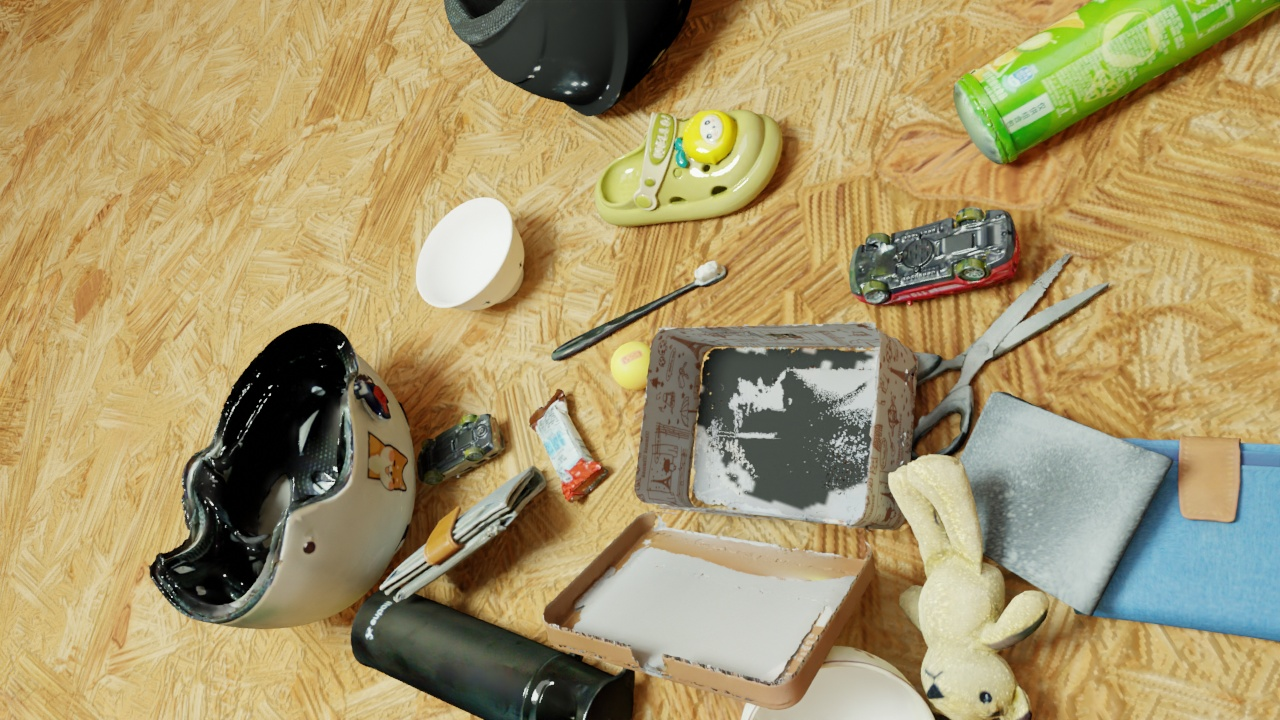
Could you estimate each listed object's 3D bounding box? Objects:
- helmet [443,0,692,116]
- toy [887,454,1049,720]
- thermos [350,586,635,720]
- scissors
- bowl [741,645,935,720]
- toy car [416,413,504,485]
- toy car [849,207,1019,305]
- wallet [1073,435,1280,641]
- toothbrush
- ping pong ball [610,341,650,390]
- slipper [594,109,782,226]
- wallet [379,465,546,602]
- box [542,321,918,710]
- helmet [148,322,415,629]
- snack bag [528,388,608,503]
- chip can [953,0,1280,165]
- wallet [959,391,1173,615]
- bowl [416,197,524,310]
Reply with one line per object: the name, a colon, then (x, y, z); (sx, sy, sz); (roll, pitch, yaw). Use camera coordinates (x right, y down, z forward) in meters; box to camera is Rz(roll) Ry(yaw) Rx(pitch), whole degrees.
helmet: (-0.055, -0.375, 0.867); (0.274, 0.230, 0.233); (-50, 42, -8)
toy: (0.180, 0.133, 0.534); (0.105, 0.066, 0.157); (-23, 74, 53)
thermos: (-0.113, 0.229, 0.707); (0.243, 0.068, 0.089); (7, 48, 35)
scissors: (0.225, -0.004, 0.623); (0.166, 0.014, 0.162); (3, 69, 35)
bowl: (0.111, 0.217, 0.543); (0.113, 0.113, 0.062); (-46, 8, 6)
toy car: (-0.165, 0.083, 0.830); (0.091, 0.035, 0.042); (-28, 52, 20)
toy car: (0.207, -0.068, 0.649); (0.121, 0.045, 0.052); (-9, 60, 37)
wallet: (0.310, 0.095, 0.501); (0.133, 0.040, 0.106); (0, 72, 34)
toothbrush: (-0.006, -0.041, 0.800); (0.181, 0.018, 0.015); (-27, 57, 22)
ping pong ball: (-0.004, 0.004, 0.758); (0.040, 0.040, 0.040); (-16, 59, 27)
slipper: (0.028, -0.171, 0.802); (0.191, 0.081, 0.091); (-9, 64, 33)
wallet: (-0.145, 0.139, 0.750); (0.130, 0.106, 0.037); (-37, 90, 12)
box: (0.068, 0.091, 0.602); (0.179, 0.130, 0.271); (1, 53, 36)
helmet: (-0.289, 0.116, 0.821); (0.231, 0.157, 0.273); (-25, 45, 24)
snack bag: (-0.065, 0.071, 0.774); (0.045, 0.026, 0.105); (-47, 48, 17)
chip can: (0.327, -0.217, 0.626); (0.222, 0.072, 0.072); (-29, 53, 18)
wallet: (0.236, 0.079, 0.542); (0.121, 0.019, 0.097); (32, 98, 57)
bowl: (-0.153, -0.091, 0.892); (0.118, 0.064, 0.118); (-16, 58, 27)
